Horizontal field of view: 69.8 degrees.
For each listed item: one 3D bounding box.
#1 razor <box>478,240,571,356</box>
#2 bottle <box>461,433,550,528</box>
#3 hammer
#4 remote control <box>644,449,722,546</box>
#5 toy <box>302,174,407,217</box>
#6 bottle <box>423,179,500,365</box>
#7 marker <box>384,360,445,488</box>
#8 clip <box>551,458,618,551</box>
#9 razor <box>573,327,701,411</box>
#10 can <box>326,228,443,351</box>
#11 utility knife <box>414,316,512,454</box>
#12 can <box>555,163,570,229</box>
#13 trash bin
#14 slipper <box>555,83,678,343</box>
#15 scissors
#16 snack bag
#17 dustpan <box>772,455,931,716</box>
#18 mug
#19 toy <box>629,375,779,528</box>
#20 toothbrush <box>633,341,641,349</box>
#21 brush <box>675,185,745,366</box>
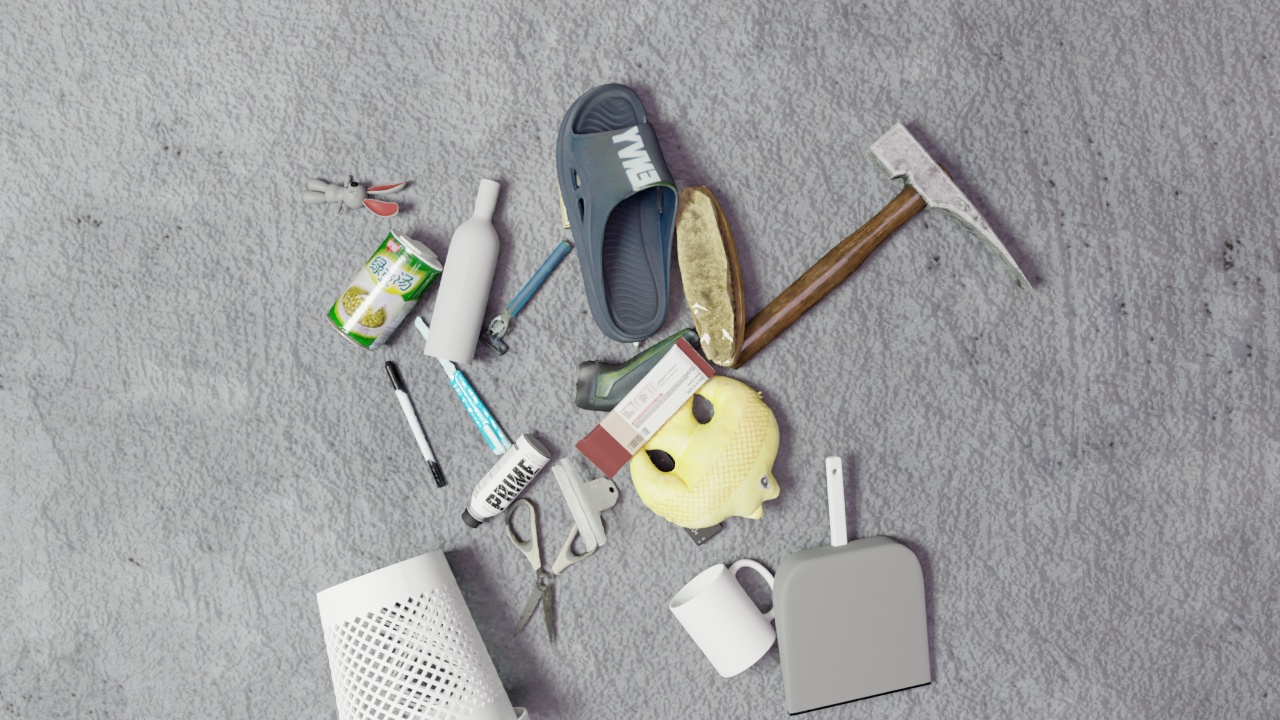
[{"bbox_3d":[-0.124,-0.072,0.993,0.042,0.022,0.144,39,94,0],"label":"razor"},{"bbox_3d":[-0.149,0.134,0.995,0.041,0.041,0.116,42,95,1],"label":"bottle"},{"bbox_3d":[0.228,-0.068,0.961,0.301,0.037,0.217,-41,90,6],"label":"hammer"},{"bbox_3d":[0.031,0.132,0.996,0.034,0.013,0.150,-37,90,5],"label":"remote control"},{"bbox_3d":[-0.310,-0.179,0.995,0.112,0.030,0.049,6,65,6],"label":"toy"},{"bbox_3d":[-0.182,-0.096,0.977,0.052,0.052,0.195,13,88,3],"label":"bottle"},{"bbox_3d":[-0.249,0.070,1.014,0.011,0.011,0.152,-23,91,5],"label":"marker"},{"bbox_3d":[-0.057,0.151,0.991,0.058,0.052,0.102,-29,79,22],"label":"clip"},{"bbox_3d":[-0.006,0.006,0.973,0.151,0.054,0.067,-33,99,0],"label":"razor"},{"bbox_3d":[-0.272,-0.075,0.980,0.067,0.067,0.121,40,95,1],"label":"can"},{"bbox_3d":[-0.195,0.026,1.005,0.022,0.015,0.179,-31,92,4],"label":"utility knife"},{"bbox_3d":[-0.068,-0.181,0.974,0.038,0.038,0.079,-6,92,4],"label":"can"},{"bbox_3d":[-0.239,0.314,0.949,0.195,0.195,0.199,-21,82,5],"label":"trash bin"},{"bbox_3d":[-0.016,-0.150,0.932,0.110,0.083,0.268,-10,95,-24],"label":"slipper"},{"bbox_3d":[-0.105,0.223,1.011,0.157,0.012,0.166,-37,90,6],"label":"scissors"},{"bbox_3d":[0.005,0.049,0.952,0.158,0.013,0.057,-46,110,-1],"label":"snack bag"},{"bbox_3d":[0.217,0.229,0.961,0.163,0.033,0.258,-8,98,-13],"label":"dustpan"},{"bbox_3d":[0.100,0.263,0.976,0.110,0.074,0.090,-37,90,-21],"label":"mug"},{"bbox_3d":[0.077,0.101,0.964,0.155,0.065,0.170,40,82,11],"label":"toy"},{"bbox_3d":[-0.018,-0.105,0.987,0.017,0.016,0.189,-8,92,16],"label":"toothbrush"},{"bbox_3d":[0.072,-0.089,0.954,0.059,0.043,0.195,-12,82,22],"label":"brush"}]
